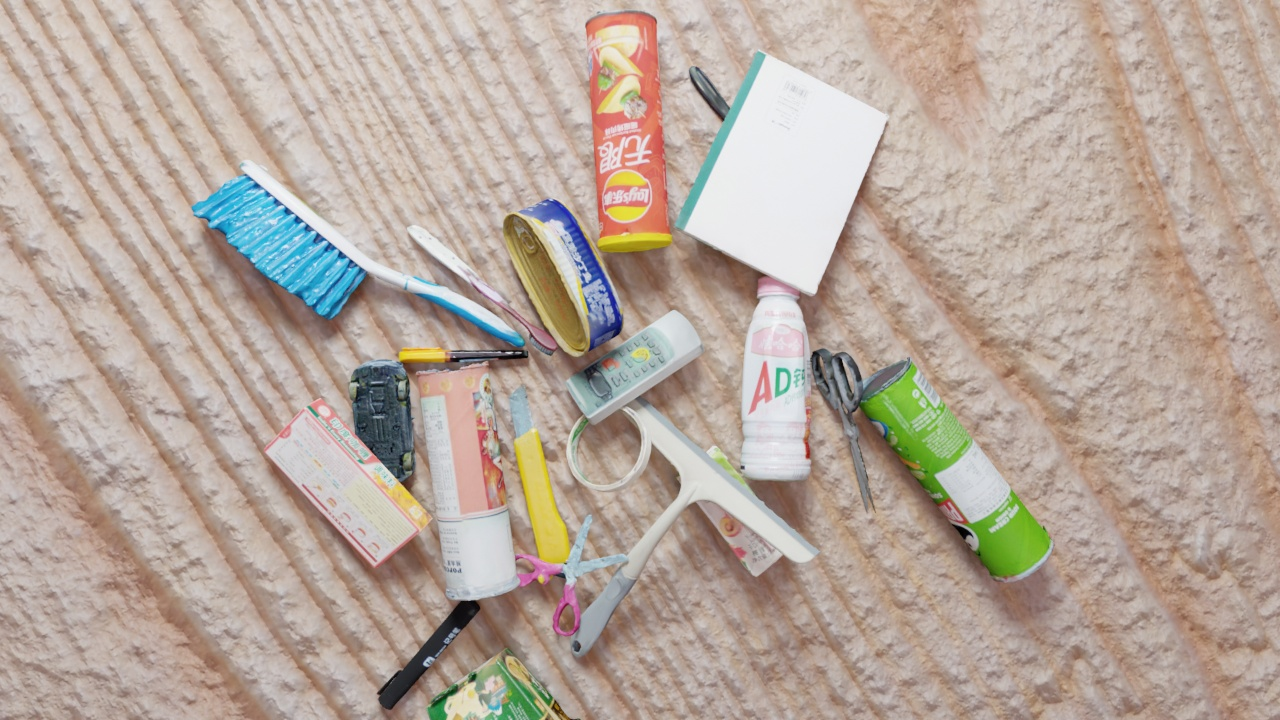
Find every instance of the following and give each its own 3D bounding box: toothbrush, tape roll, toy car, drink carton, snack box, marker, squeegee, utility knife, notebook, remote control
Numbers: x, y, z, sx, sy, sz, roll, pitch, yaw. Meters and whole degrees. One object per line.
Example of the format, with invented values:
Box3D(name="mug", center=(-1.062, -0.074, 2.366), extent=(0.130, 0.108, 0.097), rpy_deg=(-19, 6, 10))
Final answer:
Box3D(name="toothbrush", center=(-0.153, -0.068, 0.883), extent=(0.187, 0.017, 0.016), rpy_deg=(40, 54, 4))
Box3D(name="tape roll", center=(-0.031, 0.084, 0.882), extent=(0.086, 0.014, 0.085), rpy_deg=(-8, 70, 24))
Box3D(name="toy car", center=(-0.245, 0.059, 0.877), extent=(0.054, 0.036, 0.121), rpy_deg=(-2, 102, -3))
Box3D(name="drink carton", center=(0.093, 0.148, 0.901), extent=(0.053, 0.045, 0.122), rpy_deg=(-38, 94, -2))
Box3D(name="snack box", center=(-0.276, 0.117, 0.864), extent=(0.077, 0.027, 0.156), rpy_deg=(-39, 95, 27))
Box3D(name="marker", center=(-0.207, 0.284, 0.895), extent=(0.022, 0.020, 0.132), rpy_deg=(41, 89, 25))
Box3D(name="squeegee", center=(-0.003, 0.192, 0.873), extent=(0.246, 0.039, 0.247), rpy_deg=(41, 104, 23))
Box3D(name="utility knife", center=(-0.099, 0.120, 0.898), extent=(0.033, 0.015, 0.197), rpy_deg=(-12, 95, -3))
Box3D(name="notebook", center=(0.140, -0.184, 0.891), extent=(0.150, 0.012, 0.209), rpy_deg=(26, 77, -3))
Box3D(name="remote control", center=(-0.005, 0.005, 0.888), extent=(0.135, 0.019, 0.056), rpy_deg=(-33, 52, -2))
Box3D(name="marker", center=(-0.171, -0.006, 0.889), extent=(0.124, 0.018, 0.015), rpy_deg=(-1, 84, -5))
Box3D(name="toothbrush", center=(0.105, -0.218, 0.907), extent=(0.015, 0.018, 0.181), rpy_deg=(-38, 93, 0))
Box3D(name="snack box", center=(-0.134, 0.339, 0.865), extent=(0.118, 0.117, 0.105), rpy_deg=(-33, 82, -6))

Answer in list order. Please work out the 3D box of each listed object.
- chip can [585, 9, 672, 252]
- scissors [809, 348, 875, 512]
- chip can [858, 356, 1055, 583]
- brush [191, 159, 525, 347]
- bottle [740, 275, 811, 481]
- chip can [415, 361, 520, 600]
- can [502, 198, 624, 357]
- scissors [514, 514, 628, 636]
Box3D(name="chip can", center=(-0.011, -0.214, 0.869), extent=(0.073, 0.073, 0.216), rpy_deg=(-3, 92, -5))
Box3D(name="scissors", center=(0.210, 0.070, 0.898), extent=(0.014, 0.141, 0.173), rpy_deg=(-21, 69, -20))
Box3D(name="chip can", center=(0.308, 0.107, 0.904), extent=(0.072, 0.072, 0.236), rpy_deg=(-39, 94, -3))
Box3D(name="brush", center=(-0.262, -0.078, 0.866), extent=(0.314, 0.060, 0.109), rpy_deg=(41, 85, -7))
Box3D(name="bottle", center=(0.132, 0.017, 0.891), extent=(0.068, 0.068, 0.197), rpy_deg=(1, 86, -5))
Box3D(name="chip can", center=(-0.164, 0.111, 0.867), extent=(0.071, 0.071, 0.214), rpy_deg=(-8, 92, -4))
Box3D(name="can", center=(-0.072, -0.079, 0.862), extent=(0.049, 0.075, 0.148), rpy_deg=(-31, 95, -32))
Box3D(name="scissors", center=(-0.067, 0.210, 0.879), extent=(0.134, 0.017, 0.124), rpy_deg=(-18, 91, 23))
